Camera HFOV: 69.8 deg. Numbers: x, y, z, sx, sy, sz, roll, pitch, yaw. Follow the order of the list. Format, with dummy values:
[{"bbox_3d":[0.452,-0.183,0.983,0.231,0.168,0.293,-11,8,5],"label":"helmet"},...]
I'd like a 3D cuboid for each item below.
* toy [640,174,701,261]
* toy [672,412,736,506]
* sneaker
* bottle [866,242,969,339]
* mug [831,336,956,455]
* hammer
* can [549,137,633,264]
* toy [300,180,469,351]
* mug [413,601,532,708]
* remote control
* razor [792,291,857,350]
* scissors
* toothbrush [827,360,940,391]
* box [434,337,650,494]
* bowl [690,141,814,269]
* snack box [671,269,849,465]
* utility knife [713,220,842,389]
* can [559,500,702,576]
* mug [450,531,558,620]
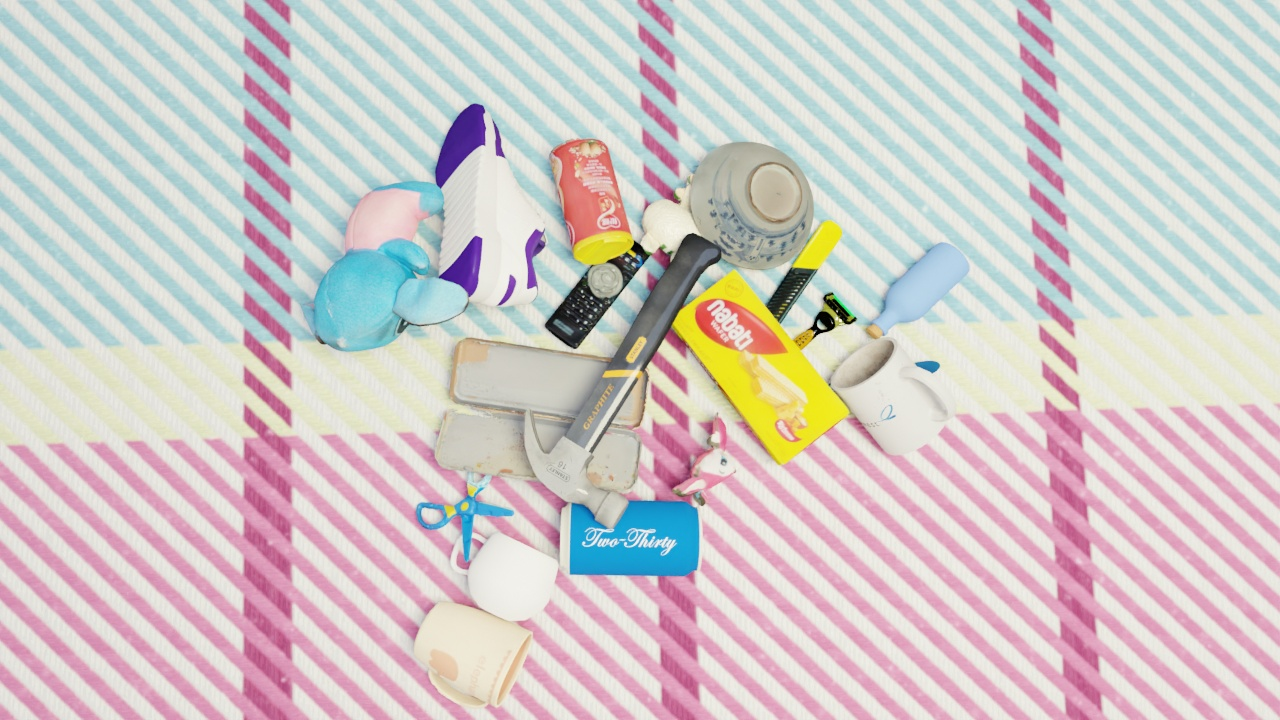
[{"bbox_3d":[0.045,-0.148,1.018,0.087,0.050,0.112,25,71,-5],"label":"toy"},{"bbox_3d":[0.079,0.109,0.989,0.050,0.065,0.102,20,87,23],"label":"toy"},{"bbox_3d":[-0.152,-0.164,0.991,0.111,0.092,0.243,18,58,-40],"label":"sneaker"},{"bbox_3d":[0.304,-0.072,1.023,0.131,0.048,0.048,-43,88,-5],"label":"bottle"},{"bbox_3d":[0.276,0.036,0.966,0.096,0.120,0.083,48,65,-15],"label":"mug"},{"bbox_3d":[-0.006,0.006,0.957,0.139,0.035,0.312,31,81,10],"label":"hammer"},{"bbox_3d":[-0.054,-0.173,0.999,0.066,0.067,0.124,-14,77,-4],"label":"can"},{"bbox_3d":[-0.261,-0.097,0.941,0.225,0.099,0.191,-5,65,40],"label":"toy"},{"bbox_3d":[-0.181,0.313,0.961,0.104,0.085,0.112,23,114,9],"label":"mug"},{"bbox_3d":[-0.047,-0.079,1.023,0.045,0.021,0.140,37,80,4],"label":"remote control"},{"bbox_3d":[0.174,-0.017,1.027,0.144,0.021,0.044,-38,74,-5],"label":"razor"},{"bbox_3d":[-0.184,0.152,0.979,0.125,0.014,0.130,3,65,27],"label":"scissors"},{"bbox_3d":[0.275,0.019,1.030,0.132,0.016,0.021,-12,100,-3],"label":"toothbrush"},{"bbox_3d":[-0.103,0.059,0.989,0.216,0.071,0.156,8,68,-2],"label":"box"},{"bbox_3d":[0.134,-0.176,1.000,0.150,0.057,0.150,3,83,-21],"label":"bowl"},{"bbox_3d":[0.126,0.007,0.994,0.092,0.042,0.200,-37,82,-2],"label":"snack box"},{"bbox_3d":[0.153,-0.060,1.030,0.029,0.020,0.233,35,84,6],"label":"utility knife"},{"bbox_3d":[-0.011,0.188,0.972,0.146,0.079,0.079,1,85,-2],"label":"can"},{"bbox_3d":[-0.150,0.223,0.965,0.124,0.090,0.076,20,75,24],"label":"mug"}]
